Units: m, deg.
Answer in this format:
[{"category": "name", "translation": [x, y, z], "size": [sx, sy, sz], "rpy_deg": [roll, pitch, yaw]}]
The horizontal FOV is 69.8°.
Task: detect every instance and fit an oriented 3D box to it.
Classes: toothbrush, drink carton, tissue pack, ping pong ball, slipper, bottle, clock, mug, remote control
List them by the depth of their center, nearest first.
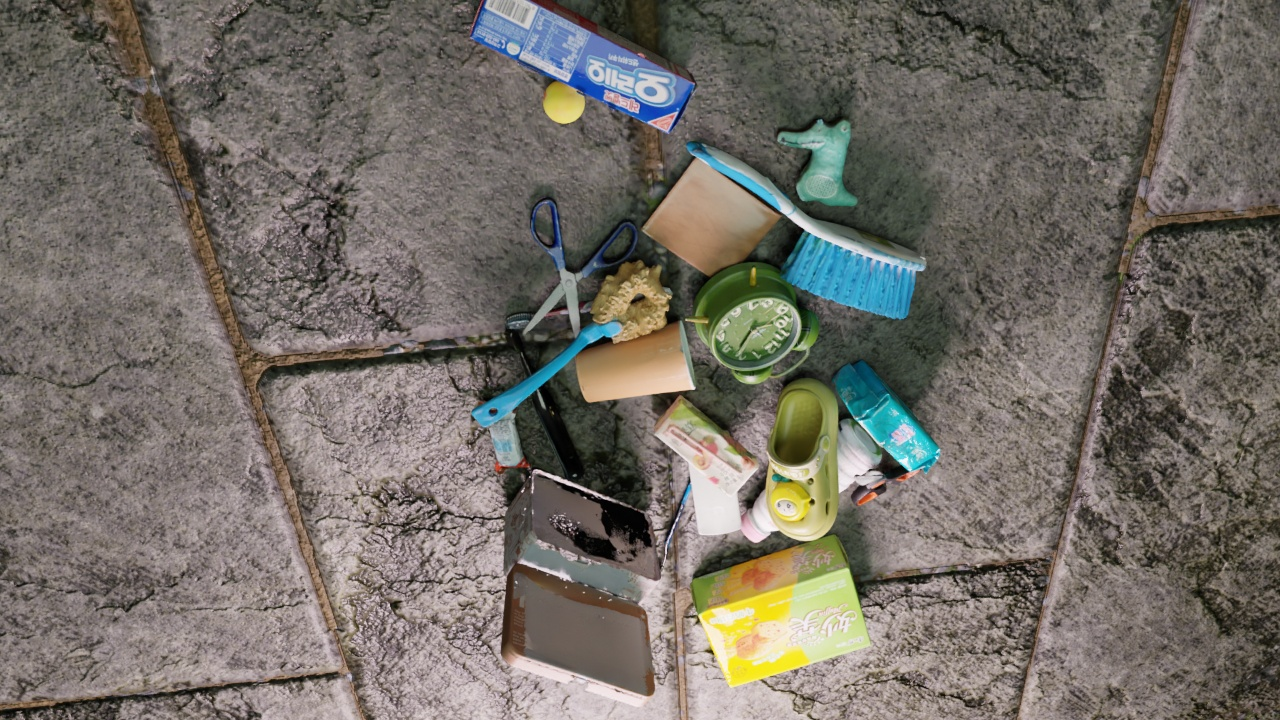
[{"category": "ping pong ball", "translation": [-0.073, -0.248, 0.878], "size": [0.040, 0.040, 0.040], "rpy_deg": [-2, 121, -4]}, {"category": "toothbrush", "translation": [-0.057, -0.057, 1.007], "size": [0.187, 0.017, 0.016], "rpy_deg": [-10, 121, 1]}, {"category": "clock", "translation": [0.129, -0.035, 1.009], "size": [0.116, 0.056, 0.161], "rpy_deg": [-37, 129, 17]}, {"category": "mug", "translation": [-0.006, 0.006, 1.021], "size": [0.123, 0.078, 0.078], "rpy_deg": [-12, 121, 8]}, {"category": "slipper", "translation": [0.178, 0.115, 1.062], "size": [0.081, 0.092, 0.190], "rpy_deg": [0, 94, -52]}, {"category": "toothbrush", "translation": [-0.112, 0.053, 1.065], "size": [0.026, 0.027, 0.213], "rpy_deg": [-42, 126, -33]}, {"category": "tissue pack", "translation": [0.288, 0.067, 1.073], "size": [0.050, 0.093, 0.133], "rpy_deg": [-42, 116, 13]}, {"category": "drink carton", "translation": [0.077, 0.101, 1.078], "size": [0.122, 0.045, 0.053], "rpy_deg": [40, 101, -8]}, {"category": "remote control", "translation": [0.090, 0.152, 1.132], "size": [0.056, 0.019, 0.135], "rpy_deg": [-9, 110, 2]}, {"category": "bottle", "translation": [0.203, 0.154, 1.134], "size": [0.068, 0.068, 0.197], "rpy_deg": [37, 115, -24]}, {"category": "toothbrush", "translation": [0.040, 0.218, 1.186], "size": [0.016, 0.014, 0.190], "rpy_deg": [22, 118, 9]}]

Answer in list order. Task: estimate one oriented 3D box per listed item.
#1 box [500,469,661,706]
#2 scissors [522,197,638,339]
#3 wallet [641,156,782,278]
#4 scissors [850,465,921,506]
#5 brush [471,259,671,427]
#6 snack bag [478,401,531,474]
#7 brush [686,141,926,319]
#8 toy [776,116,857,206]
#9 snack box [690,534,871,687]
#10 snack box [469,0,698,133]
[{"category": "box", "translation": [-0.068, 0.259, 1.056], "size": [0.176, 0.259, 0.082], "rpy_deg": [25, 117, -19]}, {"category": "scissors", "translation": [-0.073, -0.097, 0.976], "size": [0.162, 0.012, 0.174], "rpy_deg": [-27, 114, 3]}, {"category": "wallet", "translation": [0.074, -0.146, 0.967], "size": [0.115, 0.020, 0.101], "rpy_deg": [32, 114, -19]}, {"category": "scissors", "translation": [0.288, 0.130, 1.075], "size": [0.148, 0.021, 0.235], "rpy_deg": [-25, 160, -7]}, {"category": "brush", "translation": [-0.071, -0.012, 0.973], "size": [0.254, 0.046, 0.083], "rpy_deg": [-37, 121, -3]}, {"category": "snack bag", "translation": [-0.160, 0.091, 1.081], "size": [0.045, 0.026, 0.105], "rpy_deg": [-4, 121, 7]}, {"category": "brush", "translation": [0.168, -0.130, 0.948], "size": [0.314, 0.060, 0.110], "rpy_deg": [14, 119, -21]}, {"category": "toy", "translation": [0.183, -0.205, 0.937], "size": [0.096, 0.030, 0.092], "rpy_deg": [7, 115, -1]}, {"category": "snack box", "translation": [0.191, 0.340, 1.240], "size": [0.210, 0.070, 0.158], "rpy_deg": [-19, 120, 6]}, {"category": "snack box", "translation": [-0.051, -0.282, 0.849], "size": [0.207, 0.058, 0.057], "rpy_deg": [21, 116, -17]}]
